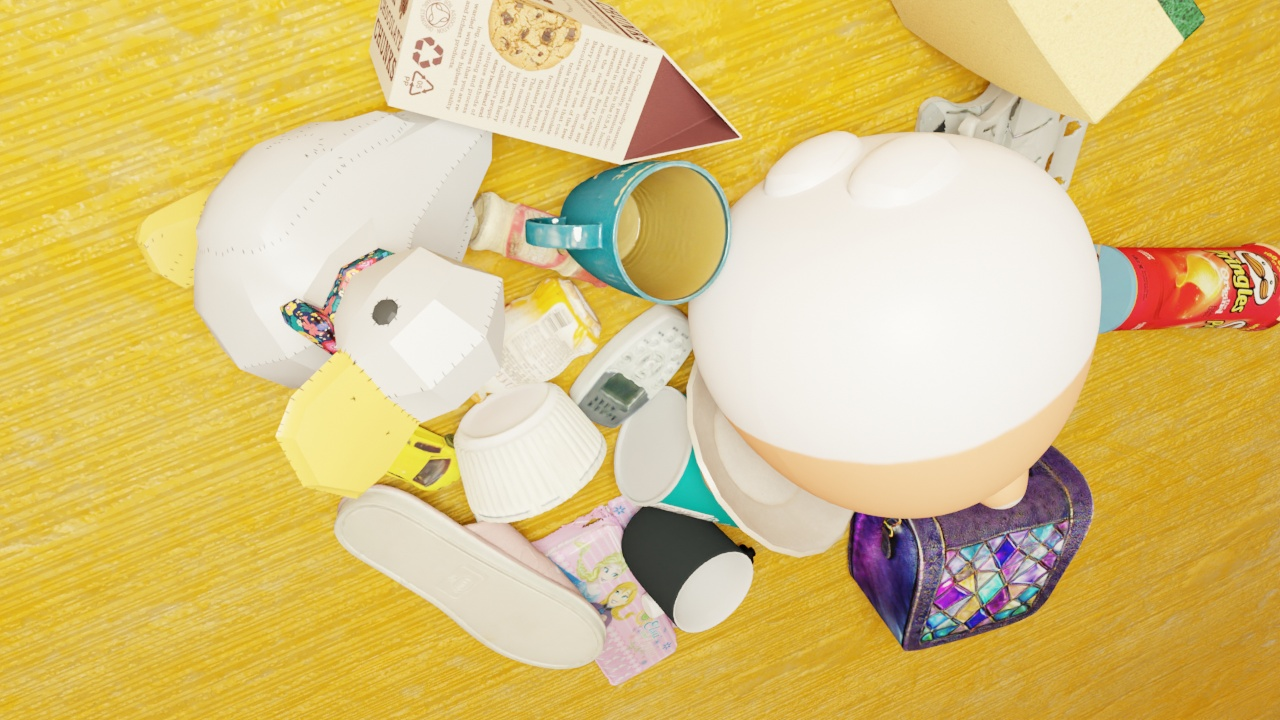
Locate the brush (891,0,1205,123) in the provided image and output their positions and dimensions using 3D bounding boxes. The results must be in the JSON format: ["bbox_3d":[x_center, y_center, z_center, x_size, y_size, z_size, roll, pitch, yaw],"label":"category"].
[{"bbox_3d":[0.178,-0.259,0.509,0.075,0.195,0.250,-45,129,12],"label":"brush"}]

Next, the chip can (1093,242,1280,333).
[{"bbox_3d":[0.509,-0.068,0.866,0.213,0.087,0.087,-2,125,-21],"label":"chip can"}]

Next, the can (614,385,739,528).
[{"bbox_3d":[0.065,0.088,0.781,0.143,0.099,0.099,20,115,-33],"label":"can"}]

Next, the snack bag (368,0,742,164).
[{"bbox_3d":[-0.044,-0.174,0.544,0.206,0.094,0.070,8,121,-28],"label":"snack bag"}]

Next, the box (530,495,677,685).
[{"bbox_3d":[0.003,0.217,0.898,0.159,0.035,0.230,-29,131,-7],"label":"box"}]

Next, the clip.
[{"bbox_3d":[0.283,-0.178,0.714,0.147,0.081,0.125,-11,126,-13],"label":"clip"}]

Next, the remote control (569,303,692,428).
[{"bbox_3d":[-0.004,0.004,0.736,0.114,0.028,0.060,-44,129,12],"label":"remote control"}]

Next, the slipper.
[{"bbox_3d":[-0.136,0.181,0.783,0.114,0.054,0.274,-33,120,28],"label":"slipper"}]

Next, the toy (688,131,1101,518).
[{"bbox_3d":[0.177,-0.020,0.638,0.265,0.263,0.281,-40,124,-24],"label":"toy"}]

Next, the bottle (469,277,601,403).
[{"bbox_3d":[-0.084,-0.012,0.669,0.108,0.063,0.063,-33,130,4],"label":"bottle"}]

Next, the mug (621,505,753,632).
[{"bbox_3d":[0.045,0.187,0.822,0.085,0.094,0.122,-40,133,-9],"label":"mug"}]

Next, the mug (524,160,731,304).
[{"bbox_3d":[-0.017,-0.083,0.577,0.112,0.104,0.084,-7,105,-26],"label":"mug"}]

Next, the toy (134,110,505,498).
[{"bbox_3d":[-0.155,-0.051,0.497,0.141,0.268,0.246,52,56,-40],"label":"toy"}]

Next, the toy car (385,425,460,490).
[{"bbox_3d":[-0.180,0.072,0.711,0.107,0.030,0.049,29,108,-38],"label":"toy car"}]

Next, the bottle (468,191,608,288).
[{"bbox_3d":[-0.065,-0.083,0.637,0.109,0.044,0.044,15,117,-31],"label":"bottle"}]

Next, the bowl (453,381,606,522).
[{"bbox_3d":[-0.090,0.061,0.695,0.115,0.115,0.062,-26,115,-4],"label":"bowl"}]

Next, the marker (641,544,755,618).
[{"bbox_3d":[0.059,0.213,0.896,0.125,0.025,0.025,-22,131,-23],"label":"marker"}]

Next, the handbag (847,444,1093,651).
[{"bbox_3d":[0.332,0.172,0.941,0.204,0.125,0.222,-9,126,-17],"label":"handbag"}]

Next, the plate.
[{"bbox_3d":[0.101,0.065,0.732,0.188,0.188,0.027,19,147,-33],"label":"plate"}]
